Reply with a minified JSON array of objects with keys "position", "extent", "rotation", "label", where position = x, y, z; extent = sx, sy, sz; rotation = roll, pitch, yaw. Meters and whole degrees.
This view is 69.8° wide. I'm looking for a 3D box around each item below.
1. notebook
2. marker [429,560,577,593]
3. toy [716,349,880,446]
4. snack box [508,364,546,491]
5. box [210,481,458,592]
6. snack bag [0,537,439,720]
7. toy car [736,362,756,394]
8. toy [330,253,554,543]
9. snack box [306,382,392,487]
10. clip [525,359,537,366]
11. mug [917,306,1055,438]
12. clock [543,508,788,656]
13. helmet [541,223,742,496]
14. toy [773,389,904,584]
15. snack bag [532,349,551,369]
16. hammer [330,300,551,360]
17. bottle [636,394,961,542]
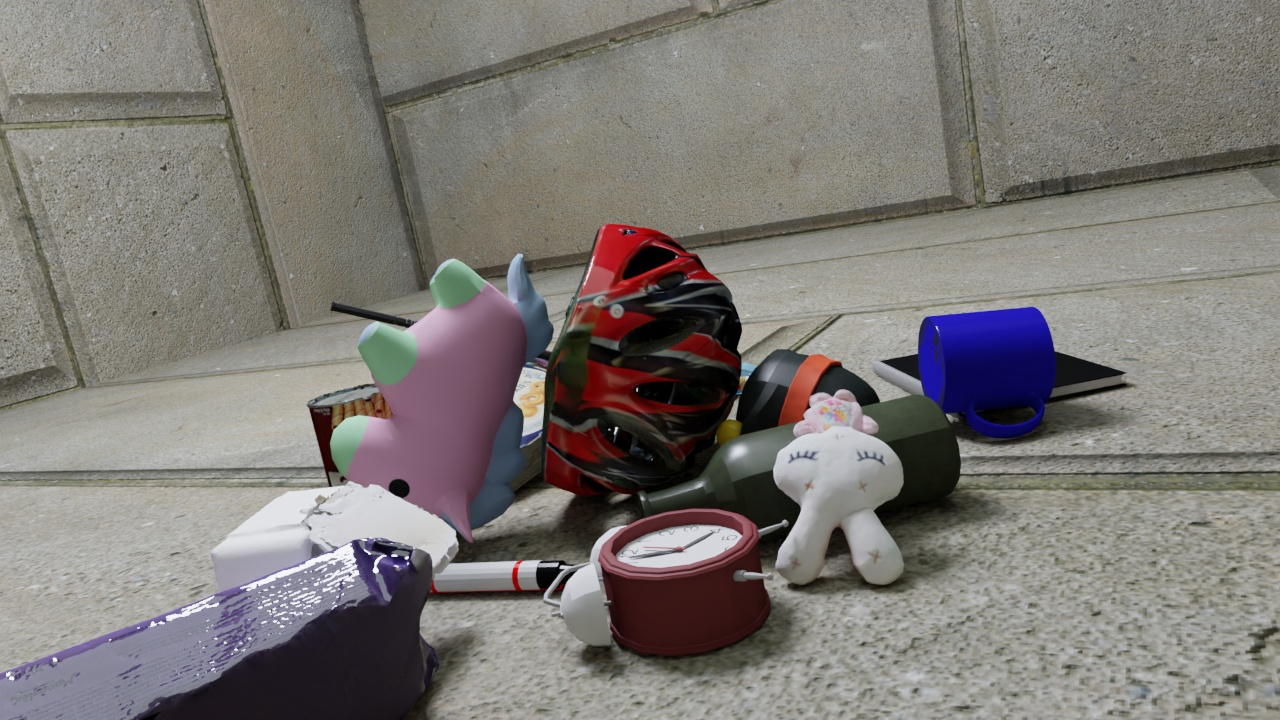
[{"position":[0.326,0.012,0.868],"extent":[0.149,0.016,0.206],"rotation":[-11,11,-4],"label":"notebook"},{"position":[-0.096,0.143,0.605],"extent":[0.146,0.019,0.019],"rotation":[-7,12,21],"label":"marker"},{"position":[0.132,0.045,0.690],"extent":[0.119,0.099,0.097],"rotation":[16,-11,29],"label":"toy"},{"position":[-0.135,0.056,0.872],"extent":[0.145,0.043,0.144],"rotation":[18,35,30],"label":"snack box"},{"position":[-0.163,0.125,0.549],"extent":[0.130,0.103,0.110],"rotation":[-8,11,3],"label":"box"},{"position":[-0.190,0.160,0.428],"extent":[0.205,0.096,0.058],"rotation":[-18,36,-31],"label":"snack bag"},{"position":[0.117,0.017,1.011],"extent":[0.108,0.027,0.060],"rotation":[-9,11,9],"label":"toy car"},{"position":[-0.136,0.030,0.700],"extent":[0.221,0.171,0.120],"rotation":[-44,9,-16],"label":"toy"},{"position":[-0.228,0.085,0.763],"extent":[0.072,0.121,0.072],"rotation":[-10,11,2],"label":"snack box"},{"position":[-0.147,0.006,1.010],"extent":[0.076,0.047,0.023],"rotation":[13,14,26],"label":"clip"},{"position":[0.277,0.013,0.729],"extent":[0.083,0.079,0.111],"rotation":[-5,52,3],"label":"mug"},{"position":[0.013,0.123,0.519],"extent":[0.138,0.048,0.096],"rotation":[-6,12,17],"label":"clock"},{"position":[-0.004,0.004,0.735],"extent":[0.167,0.217,0.271],"rotation":[14,9,8],"label":"helmet"},{"position":[0.117,0.070,0.546],"extent":[0.076,0.125,0.037],"rotation":[-1,-29,16],"label":"toy"},{"position":[-0.080,0.010,1.058],"extent":[0.155,0.018,0.075],"rotation":[24,-11,-29],"label":"snack bag"},{"position":[-0.149,-0.019,0.938],"extent":[0.324,0.015,0.095],"rotation":[13,-20,-17],"label":"hammer"},{"position":[0.101,0.078,0.605],"extent":[0.206,0.071,0.071],"rotation":[-13,11,-8],"label":"bottle"}]
